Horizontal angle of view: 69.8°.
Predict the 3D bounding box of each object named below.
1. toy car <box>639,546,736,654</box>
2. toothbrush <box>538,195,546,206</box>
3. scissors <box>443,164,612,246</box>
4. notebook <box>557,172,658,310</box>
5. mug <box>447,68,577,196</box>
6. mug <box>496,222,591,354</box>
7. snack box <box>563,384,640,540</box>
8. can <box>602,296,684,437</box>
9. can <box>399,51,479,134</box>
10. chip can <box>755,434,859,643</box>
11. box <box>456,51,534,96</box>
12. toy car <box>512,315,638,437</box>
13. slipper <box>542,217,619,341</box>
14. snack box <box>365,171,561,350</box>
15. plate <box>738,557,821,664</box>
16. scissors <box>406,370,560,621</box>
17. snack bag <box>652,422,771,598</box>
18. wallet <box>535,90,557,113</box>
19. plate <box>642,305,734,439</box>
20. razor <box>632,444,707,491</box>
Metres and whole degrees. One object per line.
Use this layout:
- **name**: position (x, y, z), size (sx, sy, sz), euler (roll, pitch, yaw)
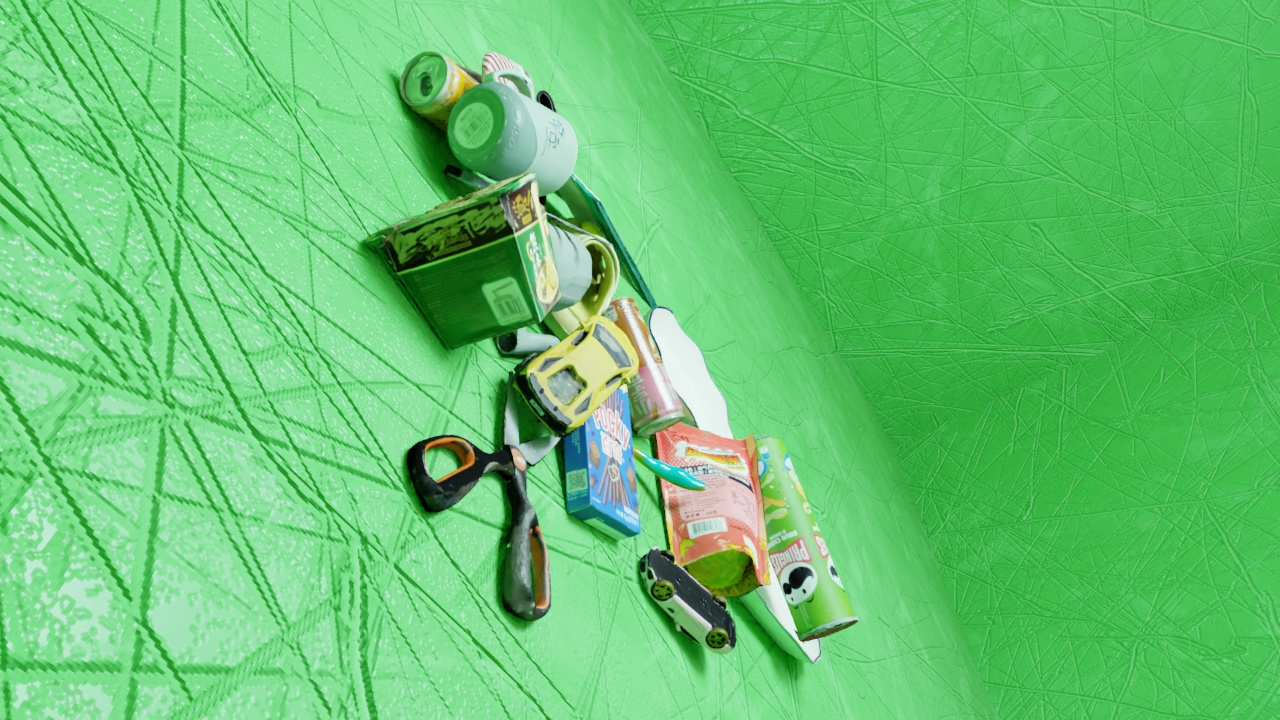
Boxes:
- **toy car**: position (0.042, 0.222, 0.842), size (0.122, 0.037, 0.056), euler (44, 18, -14)
- **toothbrush**: position (-0.116, -0.179, 1.016), size (0.212, 0.026, 0.027), euler (-85, 173, -63)
- **scissors**: position (-0.106, -0.142, 0.841), size (0.172, 0.014, 0.159), euler (24, 6, -14)
- **notebook**: position (-0.052, -0.156, 1.042), size (0.150, 0.012, 0.209), euler (49, -5, 34)
- **mug**: position (-0.121, -0.219, 0.855), size (0.106, 0.082, 0.111), euler (10, 74, -61)
- **mug**: position (-0.098, -0.066, 0.823), size (0.103, 0.084, 0.124), euler (3, 88, -72)
- **snack box**: position (-0.037, 0.073, 0.817), size (0.084, 0.026, 0.157), euler (42, 34, -50)
- **can**: position (-0.006, 0.006, 0.995), size (0.147, 0.058, 0.058), euler (66, 17, 13)
- **can**: position (-0.168, -0.241, 0.897), size (0.146, 0.058, 0.058), euler (27, 39, -63)
- **chip can**: position (0.176, 0.206, 1.080), size (0.072, 0.072, 0.235), euler (33, 33, -59)
- **box**: position (-0.145, -0.295, 1.010), size (0.163, 0.079, 0.074), euler (-30, 97, -80)
- **toy car**: position (-0.048, 0.007, 0.779), size (0.071, 0.041, 0.155), euler (52, 38, -2)
- **slipper**: position (-0.057, -0.089, 0.952), size (0.091, 0.082, 0.190), euler (50, 23, -30)
- **snack box**: position (-0.120, -0.074, 0.704), size (0.117, 0.118, 0.105), euler (-66, 137, -69)
- **plate**: position (0.141, 0.253, 1.089), size (0.266, 0.034, 0.161), euler (53, 19, -30)
- **scissors**: position (-0.098, 0.081, 0.663), size (0.223, 0.022, 0.220), euler (37, 31, -55)
- **snack bag**: position (0.076, 0.145, 0.979), size (0.128, 0.073, 0.207), euler (12, 39, -15)
- **wallet**: position (-0.101, -0.259, 1.129), size (0.122, 0.020, 0.096), euler (80, -6, -71)
- **plate**: position (0.051, 0.030, 1.153), size (0.205, 0.046, 0.204), euler (54, 18, -26)
- **razor**: position (0.013, 0.096, 0.921), size (0.132, 0.028, 0.043), euler (37, 23, -18)
